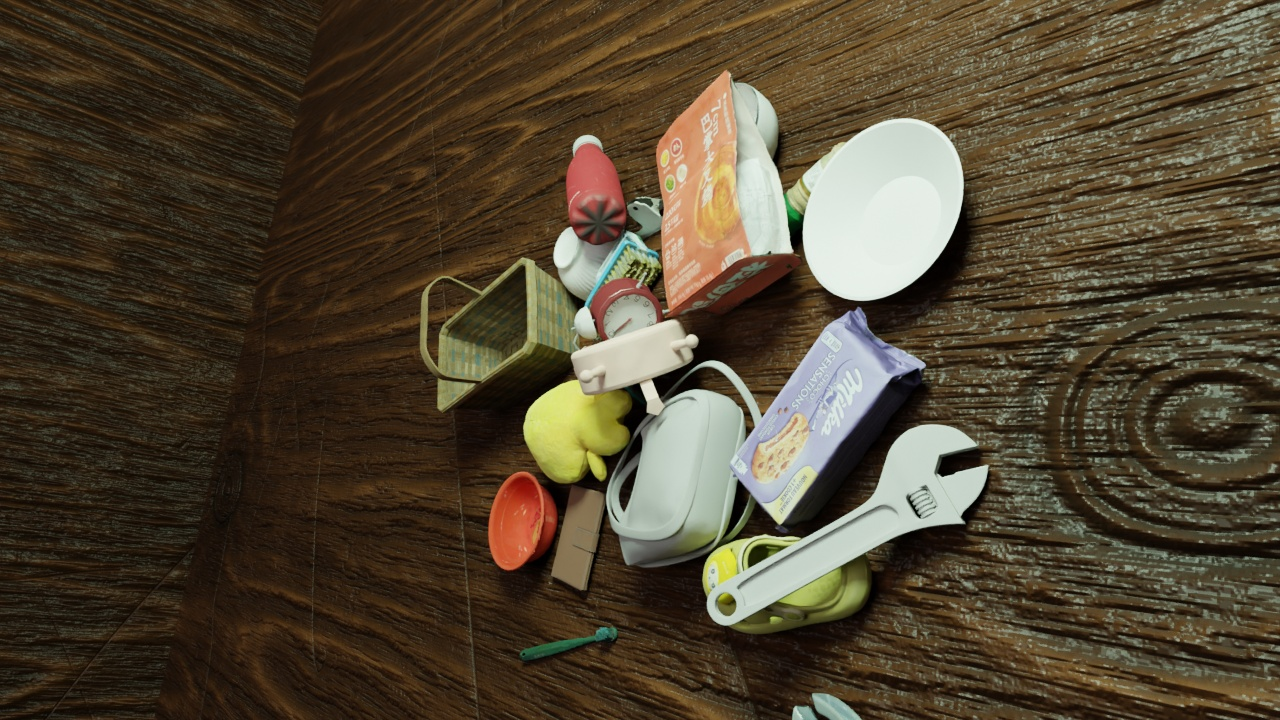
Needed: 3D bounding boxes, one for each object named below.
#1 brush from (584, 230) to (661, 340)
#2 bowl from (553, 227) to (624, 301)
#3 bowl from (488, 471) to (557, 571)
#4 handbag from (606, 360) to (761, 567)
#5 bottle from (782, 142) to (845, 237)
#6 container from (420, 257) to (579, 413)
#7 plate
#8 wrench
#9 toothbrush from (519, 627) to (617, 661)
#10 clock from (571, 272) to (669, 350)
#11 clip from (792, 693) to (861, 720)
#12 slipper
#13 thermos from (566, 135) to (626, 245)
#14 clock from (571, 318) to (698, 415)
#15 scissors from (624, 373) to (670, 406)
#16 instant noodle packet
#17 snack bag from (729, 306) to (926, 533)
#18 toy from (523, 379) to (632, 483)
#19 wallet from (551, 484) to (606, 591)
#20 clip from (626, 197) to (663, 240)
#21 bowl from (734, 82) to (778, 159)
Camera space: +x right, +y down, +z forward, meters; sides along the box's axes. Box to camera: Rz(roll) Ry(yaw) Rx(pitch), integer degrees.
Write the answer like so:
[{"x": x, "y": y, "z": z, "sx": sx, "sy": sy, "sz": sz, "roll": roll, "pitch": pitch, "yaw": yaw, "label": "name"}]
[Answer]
[{"x": -0.034, "y": -0.094, "z": 1.185, "sx": 0.136, "sy": 0.055, "sz": 0.075, "roll": -56, "pitch": 37, "yaw": 22, "label": "brush"}, {"x": -0.077, "y": -0.145, "z": 1.255, "sx": 0.118, "sy": 0.062, "sz": 0.118, "roll": -24, "pitch": 58, "yaw": 46, "label": "bowl"}, {"x": -0.150, "y": 0.216, "z": 1.222, "sx": 0.131, "sy": 0.045, "sz": 0.130, "roll": -24, "pitch": 58, "yaw": 46, "label": "bowl"}, {"x": 0.031, "y": 0.121, "z": 1.013, "sx": 0.223, "sy": 0.095, "sz": 0.215, "roll": -24, "pitch": 47, "yaw": 57, "label": "handbag"}, {"x": 0.180, "y": -0.176, "z": 0.951, "sx": 0.111, "sy": 0.043, "sz": 0.043, "roll": -42, "pitch": 46, "yaw": 34, "label": "bottle"}, {"x": -0.222, "y": -0.033, "z": 1.294, "sx": 0.251, "sy": 0.186, "sz": 0.157, "roll": -32, "pitch": 53, "yaw": 42, "label": "container"}, {"x": 0.234, "y": -0.137, "z": 0.865, "sx": 0.174, "sy": 0.036, "sz": 0.173, "roll": -19, "pitch": 65, "yaw": 46, "label": "plate"}, {"x": 0.168, "y": 0.145, "z": 0.788, "sx": 0.274, "sy": 0.018, "sz": 0.086, "roll": -33, "pitch": 66, "yaw": 17, "label": "wrench"}, {"x": -0.093, "y": 0.347, "z": 1.120, "sx": 0.190, "sy": 0.017, "sz": 0.016, "roll": -29, "pitch": 54, "yaw": 43, "label": "toothbrush"}, {"x": -0.025, "y": -0.048, "z": 1.118, "sx": 0.124, "sy": 0.087, "sz": 0.044, "roll": -41, "pitch": 28, "yaw": 4, "label": "clock"}, {"x": 0.183, "y": 0.348, "z": 0.753, "sx": 0.107, "sy": 0.027, "sz": 0.163, "roll": -48, "pitch": 44, "yaw": 32, "label": "clip"}, {"x": 0.121, "y": 0.205, "z": 0.849, "sx": 0.191, "sy": 0.081, "sz": 0.091, "roll": -19, "pitch": 64, "yaw": 45, "label": "slipper"}, {"x": -0.065, "y": -0.243, "z": 1.248, "sx": 0.073, "sy": 0.073, "sz": 0.239, "roll": -52, "pitch": 27, "yaw": 26, "label": "thermos"}, {"x": -0.006, "y": 0.006, "z": 1.030, "sx": 0.160, "sy": 0.131, "sz": 0.086, "roll": -137, "pitch": 29, "yaw": -78, "label": "clock"}, {"x": -0.012, "y": 0.022, "z": 1.142, "sx": 0.131, "sy": 0.019, "sz": 0.149, "roll": -35, "pitch": 52, "yaw": 39, "label": "scissors"}, {"x": 0.072, "y": -0.176, "z": 0.991, "sx": 0.165, "sy": 0.083, "sz": 0.220, "roll": -35, "pitch": 64, "yaw": 57, "label": "instant noodle packet"}, {"x": 0.173, "y": 0.059, "z": 0.857, "sx": 0.206, "sy": 0.058, "sz": 0.096, "roll": -56, "pitch": 42, "yaw": 18, "label": "snack bag"}, {"x": -0.076, "y": 0.084, "z": 1.140, "sx": 0.208, "sy": 0.092, "sz": 0.133, "roll": -11, "pitch": 66, "yaw": 47, "label": "toy"}, {"x": -0.077, "y": 0.221, "z": 1.153, "sx": 0.087, "sy": 0.013, "sz": 0.121, "roll": 4, "pitch": 79, "yaw": 58, "label": "wallet"}, {"x": 0.013, "y": -0.187, "z": 1.173, "sx": 0.102, "sy": 0.053, "sz": 0.057, "roll": -23, "pitch": 95, "yaw": 47, "label": "clip"}, {"x": 0.114, "y": -0.252, "z": 1.048, "sx": 0.114, "sy": 0.063, "sz": 0.113, "roll": -23, "pitch": 59, "yaw": 46, "label": "bowl"}]
